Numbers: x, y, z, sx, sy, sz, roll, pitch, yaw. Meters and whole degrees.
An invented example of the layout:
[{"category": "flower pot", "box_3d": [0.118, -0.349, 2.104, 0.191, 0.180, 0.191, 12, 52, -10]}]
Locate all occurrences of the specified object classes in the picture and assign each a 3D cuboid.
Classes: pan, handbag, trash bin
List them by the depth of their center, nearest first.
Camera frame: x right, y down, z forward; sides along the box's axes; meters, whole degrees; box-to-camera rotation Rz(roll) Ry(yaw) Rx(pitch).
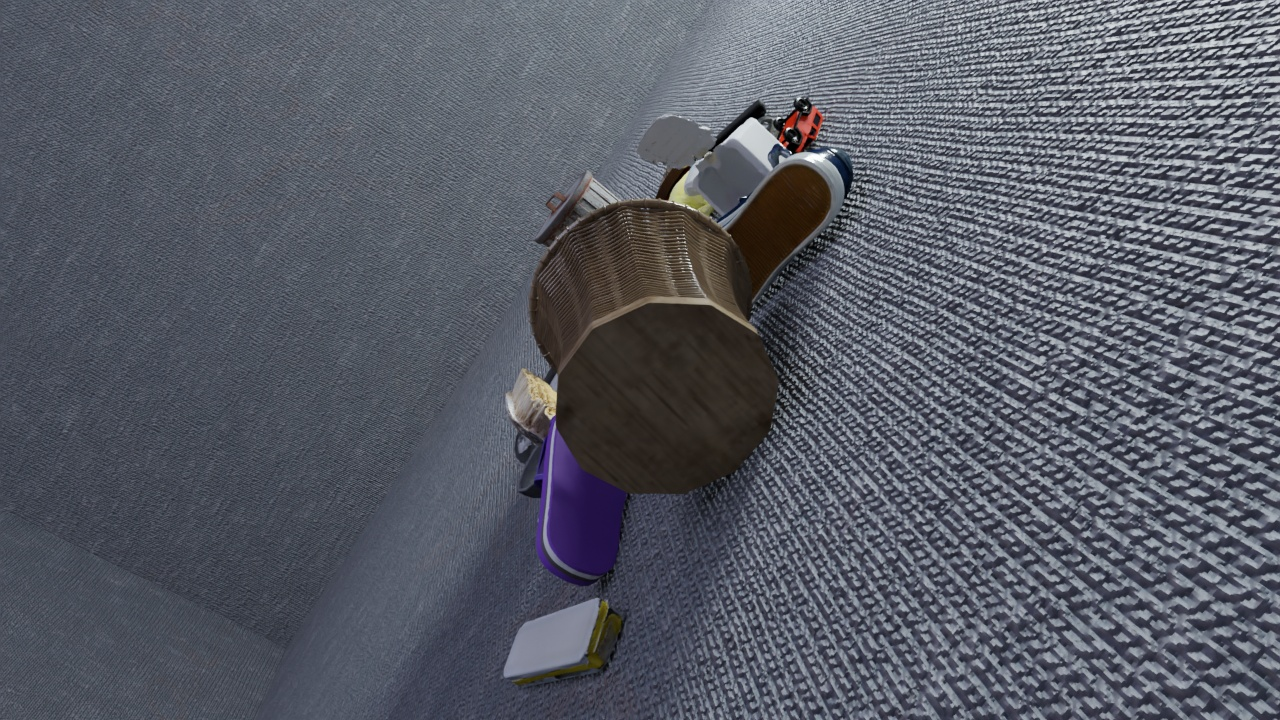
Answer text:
[{"category": "pan", "box_3d": [-0.048, 0.045, 1.269, 0.357, 0.041, 0.179, -54, 12, -10]}, {"category": "trash bin", "box_3d": [-0.051, -0.179, 1.380, 0.131, 0.211, 0.130, -49, 15, 18]}, {"category": "handbag", "box_3d": [0.064, -0.296, 1.498, 0.167, 0.063, 0.138, -57, 0, 40]}]

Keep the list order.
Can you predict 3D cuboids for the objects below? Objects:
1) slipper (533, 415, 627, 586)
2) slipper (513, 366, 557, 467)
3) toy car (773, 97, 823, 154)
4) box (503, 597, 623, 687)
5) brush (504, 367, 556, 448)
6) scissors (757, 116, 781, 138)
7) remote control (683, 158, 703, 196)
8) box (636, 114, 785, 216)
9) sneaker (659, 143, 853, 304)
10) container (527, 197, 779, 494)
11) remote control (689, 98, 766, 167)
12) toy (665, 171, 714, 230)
[{"category": "slipper", "box_3d": [-0.073, 0.143, 1.024, 0.084, 0.107, 0.265, -47, 22, 35]}, {"category": "slipper", "box_3d": [-0.118, 0.059, 1.407, 0.112, 0.074, 0.246, 7, 64, 40]}, {"category": "toy car", "box_3d": [0.190, -0.277, 1.129, 0.051, 0.049, 0.100, -37, 25, 52]}, {"category": "box", "box_3d": [-0.079, 0.279, 0.897, 0.210, 0.033, 0.064, -39, 25, 54]}, {"category": "brush", "box_3d": [-0.135, 0.066, 1.229, 0.056, 0.083, 0.271, -53, 12, -1]}, {"category": "scissors", "box_3d": [0.140, -0.249, 1.206, 0.170, 0.131, 0.012, -42, 53, 9]}, {"category": "remote control", "box_3d": [0.123, -0.270, 1.289, 0.139, 0.025, 0.060, -8, 47, 39]}, {"category": "box", "box_3d": [0.094, -0.243, 1.101, 0.111, 0.190, 0.083, -44, 20, 53]}, {"category": "sneaker", "box_3d": [0.121, -0.135, 1.001, 0.296, 0.120, 0.127, -41, -1, 42]}, {"category": "container", "box_3d": [0.011, -0.011, 0.843, 0.227, 0.227, 0.196, -53, 22, 20]}, {"category": "remote control", "box_3d": [0.137, -0.348, 1.435, 0.152, 0.020, 0.041, -42, -16, 4]}, {"category": "toy", "box_3d": [0.093, -0.253, 1.377, 0.170, 0.064, 0.155, -56, 22, -15]}]
